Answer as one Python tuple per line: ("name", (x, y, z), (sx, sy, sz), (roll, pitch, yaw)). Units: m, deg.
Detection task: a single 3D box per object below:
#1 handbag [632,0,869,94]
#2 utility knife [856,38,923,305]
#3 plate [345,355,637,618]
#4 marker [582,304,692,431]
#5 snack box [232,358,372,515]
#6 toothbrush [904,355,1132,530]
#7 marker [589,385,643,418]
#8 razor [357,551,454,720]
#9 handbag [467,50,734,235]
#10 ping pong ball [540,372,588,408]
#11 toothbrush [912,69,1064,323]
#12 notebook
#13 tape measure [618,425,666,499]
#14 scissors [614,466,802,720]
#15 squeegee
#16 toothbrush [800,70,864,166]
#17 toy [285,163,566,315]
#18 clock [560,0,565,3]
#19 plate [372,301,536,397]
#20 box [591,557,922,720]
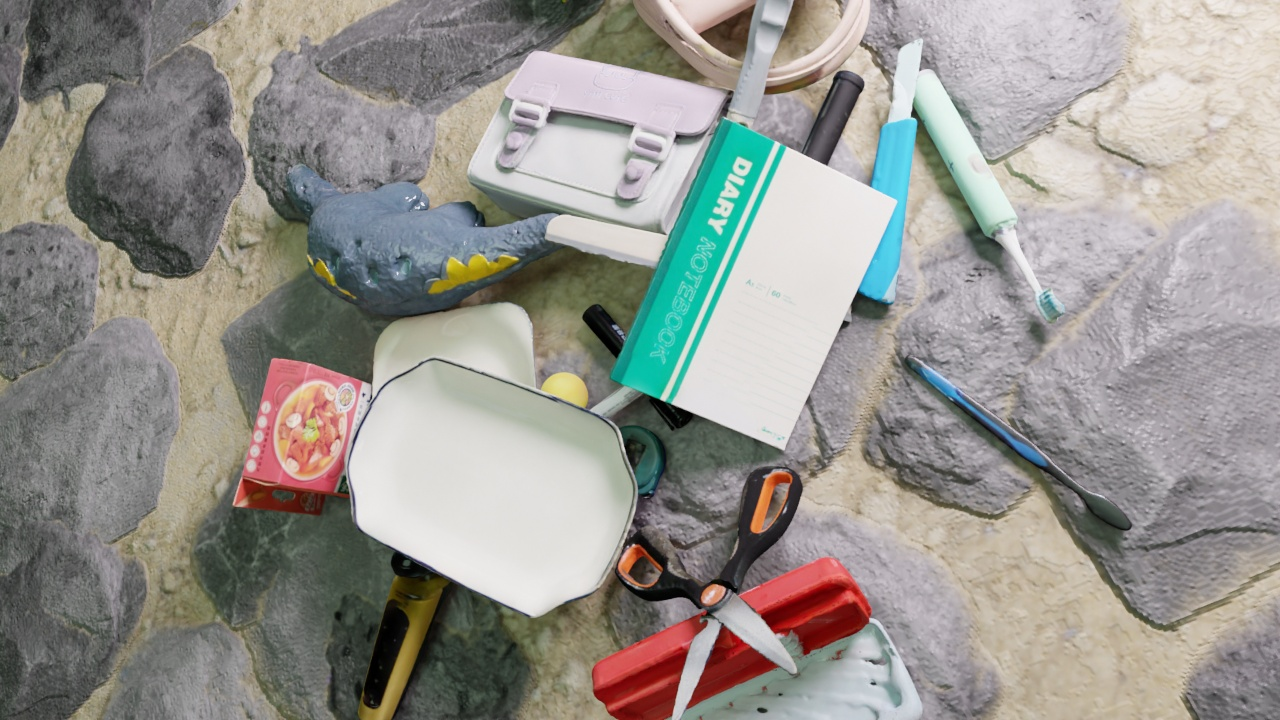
("handbag", (0.093, -0.314, 0.746), (0.193, 0.093, 0.234), (-27, 62, 8))
("utility knife", (0.195, -0.148, 0.710), (0.034, 0.018, 0.209), (9, 88, 27))
("plate", (-0.120, 0.096, 0.732), (0.266, 0.034, 0.162), (18, 81, 25))
("marker", (-0.005, 0.004, 0.762), (0.022, 0.020, 0.132), (-42, 67, 5))
("snack box", (-0.283, 0.073, 0.800), (0.044, 0.113, 0.127), (8, 80, 21))
("toothbrush", (0.264, 0.055, 0.652), (0.189, 0.016, 0.014), (42, 103, 27))
("marker", (-0.021, 0.035, 0.747), (0.145, 0.017, 0.017), (-36, 67, 22))
("razor", (-0.197, 0.220, 0.762), (0.062, 0.067, 0.167), (19, 91, 24))
("handbag", (-0.029, -0.180, 0.779), (0.197, 0.098, 0.144), (19, 79, 23))
("ping pong ball", (-0.064, 0.030, 0.766), (0.040, 0.040, 0.040), (-5, 75, 20))
("toothbrush", (0.257, -0.125, 0.689), (0.026, 0.027, 0.224), (-15, 69, -14))
("notebook", (0.084, -0.054, 0.686), (0.150, 0.012, 0.209), (22, 95, -12))
("tape measure", (-0.008, 0.079, 0.742), (0.058, 0.025, 0.054), (19, 85, 23))
("scissors", (0.052, 0.148, 0.637), (0.230, 0.022, 0.221), (-46, 24, -28))
("squeegee", (0.075, -0.178, 0.689), (0.246, 0.039, 0.246), (13, 98, -12))
("toothbrush", (0.127, -0.134, 0.744), (0.027, 0.026, 0.212), (22, 86, 59))
("toy", (-0.223, -0.108, 0.826), (0.357, 0.091, 0.137), (19, 70, 32))
("clock", (-0.028, -0.415, 0.854), (0.161, 0.056, 0.116), (-31, 69, 12))
("plate", (-0.160, 0.035, 0.805), (0.164, 0.034, 0.164), (-7, 75, 19))
("box", (0.078, 0.233, 0.634), (0.202, 0.112, 0.099), (-29, 43, 11))
